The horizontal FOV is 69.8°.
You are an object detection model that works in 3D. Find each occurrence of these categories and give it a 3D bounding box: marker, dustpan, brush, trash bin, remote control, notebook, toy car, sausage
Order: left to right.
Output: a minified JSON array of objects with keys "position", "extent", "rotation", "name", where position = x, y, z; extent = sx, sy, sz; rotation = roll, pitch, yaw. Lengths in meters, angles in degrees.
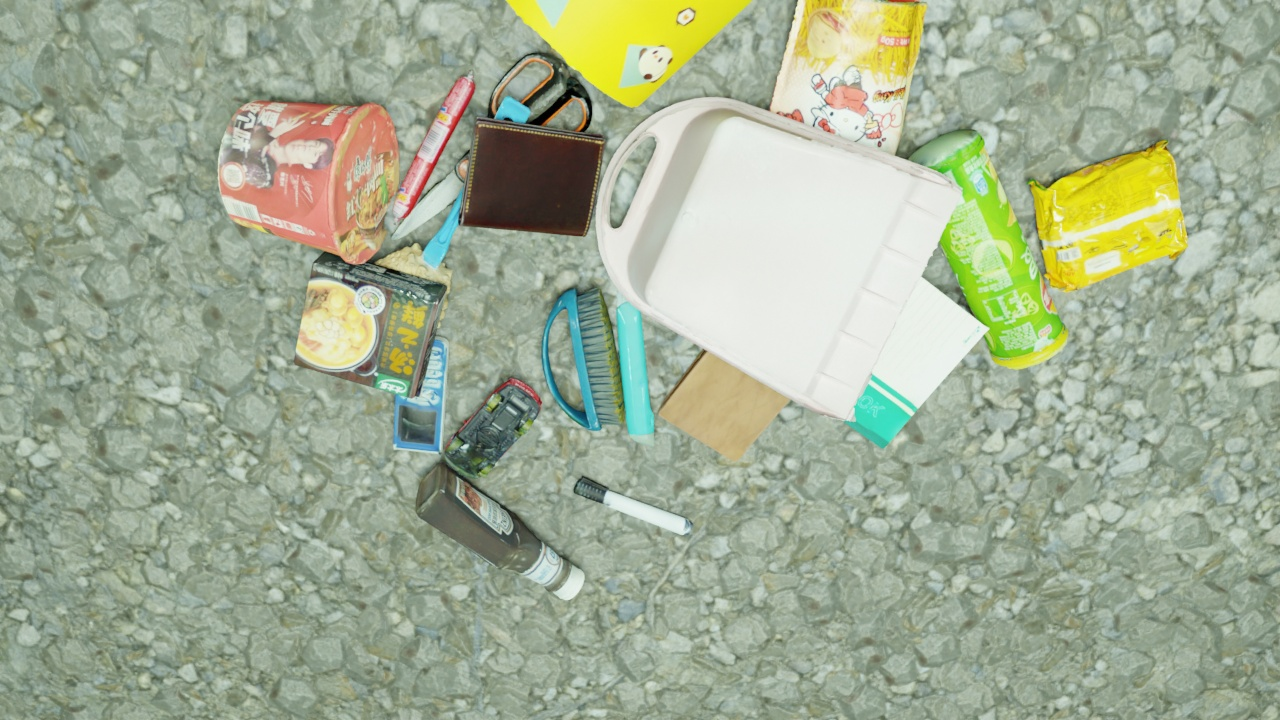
[{"position":[-0.217,0.034,0.909],"extent":[0.049,0.024,0.125],"rotation":[7,109,-3],"name":"remote control"},{"position":[-0.188,-0.190,0.825],"extent":[0.020,0.020,0.156],"rotation":[29,102,-10],"name":"sausage"},{"position":[-0.174,-0.125,0.834],"extent":[0.083,0.045,0.255],"rotation":[31,109,-13],"name":"brush"},{"position":[-0.145,0.067,0.910],"extent":[0.053,0.045,0.121],"rotation":[40,113,-12],"name":"toy car"},{"position":[-0.057,0.002,0.880],"extent":[0.073,0.055,0.144],"rotation":[-9,110,3],"name":"brush"},{"position":[-0.007,0.152,0.955],"extent":[0.130,0.018,0.023],"rotation":[21,99,-7],"name":"marker"},{"position":[0.018,-0.345,0.674],"extent":[0.229,0.229,0.256],"rotation":[42,110,-14],"name":"trash bin"},{"position":[0.101,-0.109,0.803],"extent":[0.273,0.138,0.223],"rotation":[25,101,-12],"name":"dustpan"},{"position":[0.189,-0.031,0.834],"extent":[0.209,0.012,0.150],"rotation":[34,103,-11],"name":"notebook"}]

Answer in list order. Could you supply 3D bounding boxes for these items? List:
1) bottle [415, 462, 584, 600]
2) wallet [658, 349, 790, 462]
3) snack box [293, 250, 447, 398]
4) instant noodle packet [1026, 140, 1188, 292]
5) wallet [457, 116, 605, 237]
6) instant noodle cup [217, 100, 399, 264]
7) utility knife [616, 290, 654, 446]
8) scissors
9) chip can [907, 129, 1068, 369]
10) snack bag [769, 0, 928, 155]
[{"position":[-0.139,0.181,0.934],"extent":[0.195,0.079,0.044],"rotation":[40,101,-22],"name":"bottle"},{"position":[0.089,0.035,0.912],"extent":[0.101,0.020,0.115],"rotation":[33,110,-12],"name":"wallet"},{"position":[-0.246,-0.024,0.835],"extent":[0.113,0.053,0.126],"rotation":[16,112,-6],"name":"snack box"},{"position":[0.424,-0.130,0.837],"extent":[0.128,0.044,0.111],"rotation":[-17,102,3],"name":"instant noodle packet"},{"position":[-0.095,-0.160,0.812],"extent":[0.122,0.020,0.096],"rotation":[1,115,-28],"name":"wallet"},{"position":[-0.283,-0.160,0.785],"extent":[0.108,0.137,0.138],"rotation":[11,110,5],"name":"instant noodle cup"},{"position":[-0.005,0.005,0.905],"extent":[0.029,0.013,0.171],"rotation":[-5,107,0],"name":"utility knife"},{"position":[-0.135,-0.171,0.835],"extent":[0.125,0.021,0.235],"rotation":[30,108,-10],"name":"scissors"},{"position":[0.313,-0.101,0.833],"extent":[0.073,0.072,0.221],"rotation":[-28,108,10],"name":"chip can"},{"position":[0.172,-0.213,0.805],"extent":[0.128,0.073,0.208],"rotation":[8,117,-3],"name":"snack bag"}]
